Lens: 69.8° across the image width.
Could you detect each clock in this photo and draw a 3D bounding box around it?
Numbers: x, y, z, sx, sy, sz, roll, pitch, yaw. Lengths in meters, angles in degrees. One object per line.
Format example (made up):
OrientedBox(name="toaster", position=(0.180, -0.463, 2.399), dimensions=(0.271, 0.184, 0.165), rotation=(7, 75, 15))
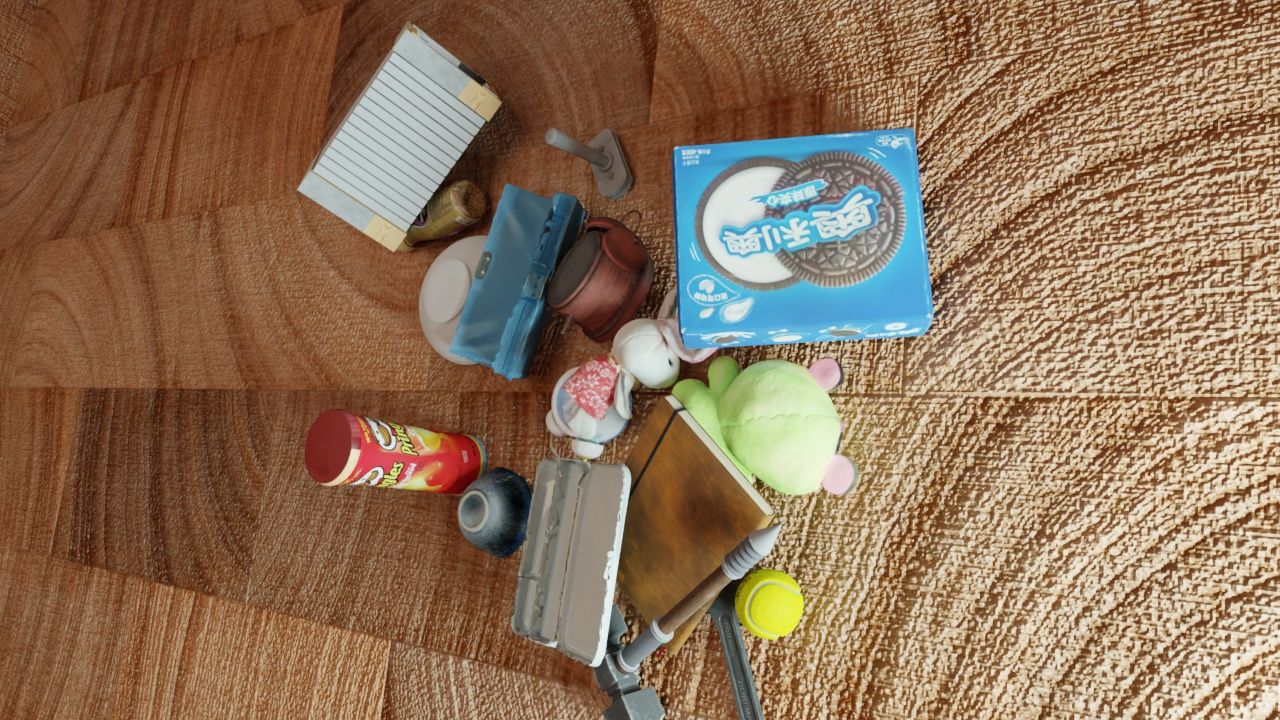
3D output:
OrientedBox(name="clock", position=(-0.065, 0.063, 1.067), dimensions=(0.089, 0.052, 0.125), rotation=(36, 103, 34))
OrientedBox(name="clock", position=(-0.041, -0.100, 1.044), dimensions=(0.158, 0.072, 0.120), rotation=(-55, 25, 9))

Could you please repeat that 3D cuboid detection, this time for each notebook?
OrientedBox(name="notebook", position=(0.023, 0.170, 0.939), dimensions=(0.178, 0.014, 0.250), rotation=(49, 132, 28))

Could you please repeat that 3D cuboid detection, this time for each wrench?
OrientedBox(name="wrench", position=(0.098, 0.302, 0.917), dimensions=(0.073, 0.018, 0.273), rotation=(-26, 67, 30))

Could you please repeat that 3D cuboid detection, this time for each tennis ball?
OrientedBox(name="tennis ball", position=(0.124, 0.234, 0.884), dimensions=(0.066, 0.065, 0.065), rotation=(-9, 74, 33))

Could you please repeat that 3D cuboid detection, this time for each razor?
OrientedBox(name="razor", position=(-0.069, -0.251, 1.100), dimensions=(0.047, 0.116, 0.088), rotation=(-33, 62, 30))

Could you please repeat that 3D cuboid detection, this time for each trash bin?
OrientedBox(name="trash bin", position=(-0.322, -0.303, 1.234), dimensions=(0.247, 0.142, 0.142), rotation=(-51, 25, 12))

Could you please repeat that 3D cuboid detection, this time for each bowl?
OrientedBox(name="bowl", position=(-0.186, 0.185, 1.120), dimensions=(0.111, 0.055, 0.110), rotation=(-8, 75, 34))
OrientedBox(name="bowl", position=(-0.236, -0.086, 1.210), dimensions=(0.177, 0.066, 0.176), rotation=(-9, 74, 33))

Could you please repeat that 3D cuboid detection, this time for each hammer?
OrientedBox(name="hammer", position=(0.041, 0.244, 0.893), dimensions=(0.323, 0.043, 0.156), rotation=(-52, 54, 37))

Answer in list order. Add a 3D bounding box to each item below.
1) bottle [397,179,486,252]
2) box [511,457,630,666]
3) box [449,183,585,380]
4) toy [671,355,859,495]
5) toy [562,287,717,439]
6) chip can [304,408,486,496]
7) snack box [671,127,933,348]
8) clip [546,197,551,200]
OrientedBox(name="bottle", position=(-0.285, -0.193, 1.277), dimensions=(0.166, 0.059, 0.059), rotation=(-21, 67, 39))
OrientedBox(name="box", position=(-0.074, 0.209, 0.993), dimensions=(0.192, 0.045, 0.209), rotation=(-7, 72, 55))
OrientedBox(name="box", position=(-0.158, -0.101, 1.120), dimensions=(0.111, 0.094, 0.231), rotation=(19, 91, 4))
OrientedBox(name="toy", position=(0.109, 0.064, 0.916), dimensions=(0.197, 0.107, 0.150), rotation=(-14, 72, 42))
OrientedBox(name="toy", position=(-0.006, 0.006, 0.980), dimensions=(0.194, 0.084, 0.159), rotation=(-44, 26, 1))
OrientedBox(name="chip can", position=(-0.290, 0.116, 1.110), dimensions=(0.087, 0.213, 0.087), rotation=(-9, 74, 33))
OrientedBox(name="snack box", position=(0.152, -0.117, 0.893), dimensions=(0.239, 0.056, 0.195), rotation=(-3, 76, 7))
OrientedBox(name="clip", position=(-0.108, -0.189, 1.178), dimensions=(0.051, 0.014, 0.043), rotation=(10, 87, 33))
